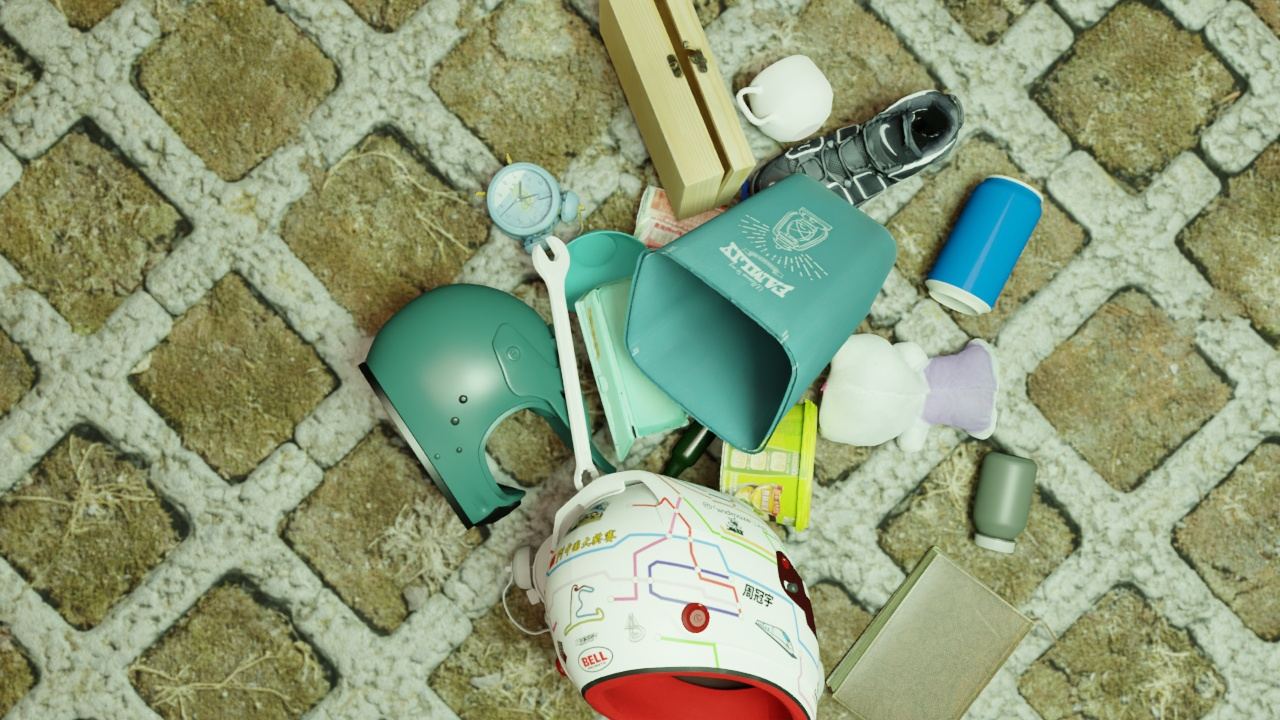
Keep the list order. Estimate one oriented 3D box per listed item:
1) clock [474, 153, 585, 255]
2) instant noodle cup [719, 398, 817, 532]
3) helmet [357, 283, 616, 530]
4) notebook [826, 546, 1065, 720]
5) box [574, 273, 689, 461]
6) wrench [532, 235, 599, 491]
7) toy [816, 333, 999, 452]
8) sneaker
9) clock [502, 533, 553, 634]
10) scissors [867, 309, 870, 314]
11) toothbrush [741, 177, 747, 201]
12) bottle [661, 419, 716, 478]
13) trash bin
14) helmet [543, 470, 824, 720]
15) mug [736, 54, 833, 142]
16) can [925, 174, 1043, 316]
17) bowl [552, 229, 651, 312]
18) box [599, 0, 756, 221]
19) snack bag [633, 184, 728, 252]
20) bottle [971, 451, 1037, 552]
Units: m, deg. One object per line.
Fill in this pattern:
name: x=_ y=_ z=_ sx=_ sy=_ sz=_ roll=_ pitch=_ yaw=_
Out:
clock: x=-0.122 y=-0.174 z=1.050 sx=0.124 sy=0.051 sz=0.089 roll=40 pitch=90 yaw=-4
instant noodle cup: x=0.141 y=0.113 z=1.015 sx=0.098 sy=0.146 sz=0.146 roll=4 pitch=91 yaw=10
helmet: x=-0.157 y=0.043 z=0.993 sx=0.200 sy=0.176 sz=0.275 roll=-34 pitch=100 yaw=-13
notebook: x=0.355 y=0.353 z=1.069 sx=0.190 sy=0.034 sz=0.215 roll=37 pitch=91 yaw=-1
box: x=-0.007 y=0.005 z=1.018 sx=0.078 sy=0.112 sz=0.187 roll=-10 pitch=104 yaw=20
wrench: x=-0.075 y=0.003 z=0.953 sx=0.009 sy=0.047 sz=0.273 roll=-16 pitch=81 yaw=41
toy: x=0.306 y=0.038 z=1.042 sx=0.209 sy=0.085 sz=0.137 roll=0 pitch=92 yaw=-5
sneaker: x=0.245 y=-0.223 z=1.001 sx=0.252 sy=0.151 sz=0.097 roll=-25 pitch=92 yaw=1
clock: x=-0.085 y=0.250 z=1.051 sx=0.159 sy=0.061 sz=0.120 roll=-37 pitch=91 yaw=-1
scissors: x=0.206 y=-0.087 z=1.072 sx=0.127 sy=0.014 sz=0.127 roll=-39 pitch=89 yaw=1
toothbrush: x=0.120 y=-0.134 z=1.074 sx=0.016 sy=0.011 sz=0.186 roll=2 pitch=88 yaw=-1
bottle: x=0.055 y=0.105 z=1.064 sx=0.033 sy=0.033 sz=0.123 roll=37 pitch=91 yaw=-1
trash bin: x=0.130 y=-0.062 z=0.949 sx=0.196 sy=0.200 sz=0.218 roll=39 pitch=58 yaw=18
helmet: x=0.048 y=0.246 z=0.921 sx=0.232 sy=0.235 sz=0.314 roll=-31 pitch=126 yaw=33
mug: x=0.157 y=-0.285 z=1.021 sx=0.123 sy=0.090 sz=0.076 roll=-21 pitch=82 yaw=-36
can: x=0.389 y=-0.129 z=1.039 sx=0.079 sy=0.079 sz=0.146 roll=28 pitch=91 yaw=-1
bowl: x=-0.048 y=-0.112 z=1.041 sx=0.121 sy=0.121 sz=0.046 roll=-15 pitch=48 yaw=0
box: x=0.036 y=-0.291 z=0.993 sx=0.092 sy=0.128 sz=0.249 roll=-20 pitch=83 yaw=-1
snack bag: x=0.051 y=-0.149 z=1.058 sx=0.116 sy=0.036 sz=0.077 roll=16 pitch=90 yaw=0
bottle: x=0.416 y=0.162 z=1.054 sx=0.060 sy=0.060 sz=0.108 roll=11 pitch=91 yaw=-1
